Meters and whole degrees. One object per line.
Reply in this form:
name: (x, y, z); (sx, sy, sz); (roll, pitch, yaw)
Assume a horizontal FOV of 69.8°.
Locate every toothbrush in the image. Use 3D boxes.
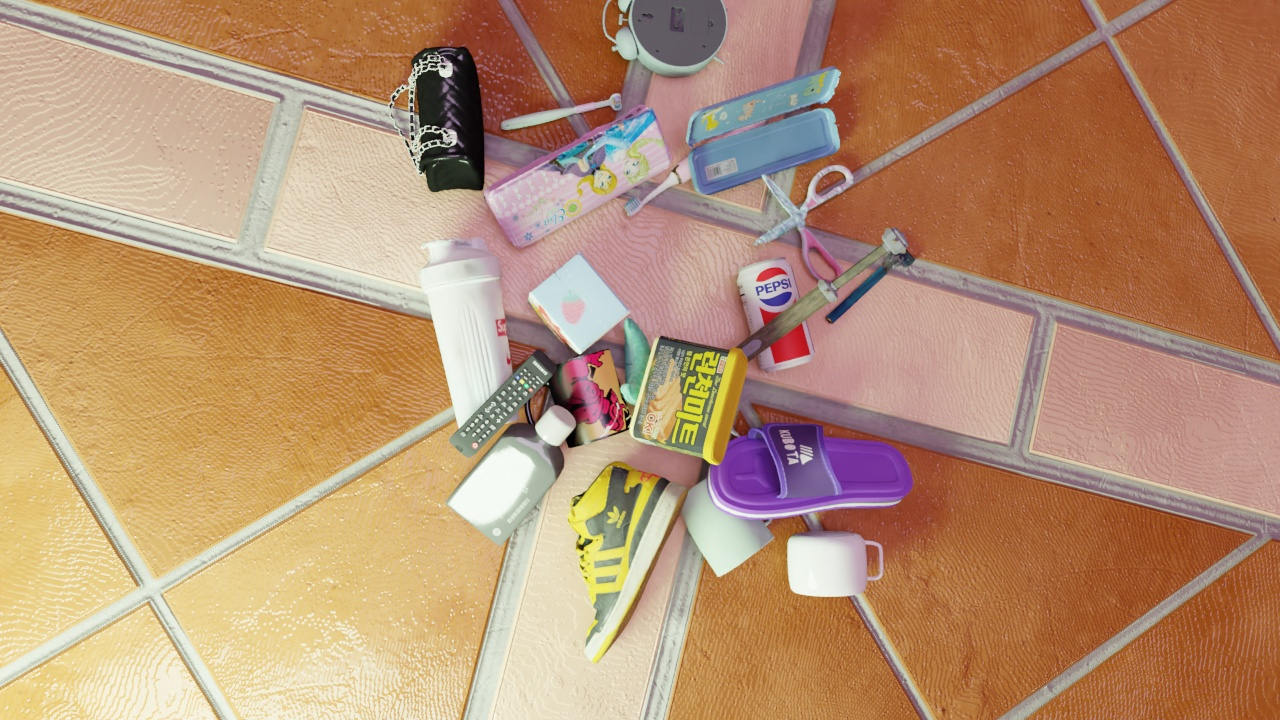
toothbrush: (0.070, -0.249, 1.153); (0.222, 0.027, 0.026); (-37, 118, -9)
toothbrush: (-0.098, -0.306, 1.137); (0.154, 0.015, 0.022); (-15, 123, -9)

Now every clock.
clock: (0.032, -0.420, 1.149); (0.159, 0.045, 0.122); (4, 86, -7)

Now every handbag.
handbag: (-0.239, -0.280, 1.059); (0.114, 0.125, 0.153); (0, 87, -9)

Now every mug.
mug: (0.108, 0.187, 1.112); (0.111, 0.084, 0.104); (-29, 78, -31)
mug: (-0.078, 0.050, 1.086); (0.118, 0.082, 0.098); (-17, 89, -8)
mug: (0.237, 0.245, 1.114); (0.115, 0.094, 0.068); (-1, 85, -1)

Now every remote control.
remote control: (-0.155, 0.048, 1.036); (0.146, 0.015, 0.033); (-46, 104, -7)

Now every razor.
razor: (0.293, -0.098, 1.181); (0.144, 0.022, 0.042); (-43, 92, -8)

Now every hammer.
hammer: (0.179, -0.046, 1.077); (0.317, 0.028, 0.147); (-38, 87, 20)

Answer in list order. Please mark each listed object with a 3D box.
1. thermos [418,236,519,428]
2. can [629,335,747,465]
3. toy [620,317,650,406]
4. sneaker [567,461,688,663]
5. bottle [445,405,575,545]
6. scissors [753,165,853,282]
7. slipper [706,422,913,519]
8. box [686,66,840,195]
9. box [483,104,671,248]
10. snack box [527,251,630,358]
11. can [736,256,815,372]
thermos: (-0.197, -0.032, 1.074); (0.099, 0.099, 0.220); (-11, 94, -9)
can: (0.056, 0.044, 1.062); (0.101, 0.072, 0.130); (13, 80, 18)
toy: (-0.007, 0.006, 1.101); (0.033, 0.085, 0.105); (-7, 67, 15)
sneaker: (-0.044, 0.229, 1.079); (0.122, 0.086, 0.238); (27, 97, 13)
bottle: (-0.139, 0.123, 1.054); (0.084, 0.046, 0.174); (39, 110, -5)
scissors: (0.219, -0.182, 1.171); (0.176, 0.013, 0.170); (-45, 101, -15)
slipper: (0.214, 0.120, 1.092); (0.266, 0.084, 0.107); (2, 52, -18)
box: (0.154, -0.288, 1.139); (0.209, 0.043, 0.125); (-21, 129, -15)
box: (-0.080, -0.228, 1.125); (0.230, 0.071, 0.085); (-31, 123, -10)
snack box: (-0.075, -0.063, 1.086); (0.079, 0.095, 0.093); (-41, 94, -9)
can: (0.167, -0.056, 1.135); (0.070, 0.070, 0.132); (-15, 89, -9)
